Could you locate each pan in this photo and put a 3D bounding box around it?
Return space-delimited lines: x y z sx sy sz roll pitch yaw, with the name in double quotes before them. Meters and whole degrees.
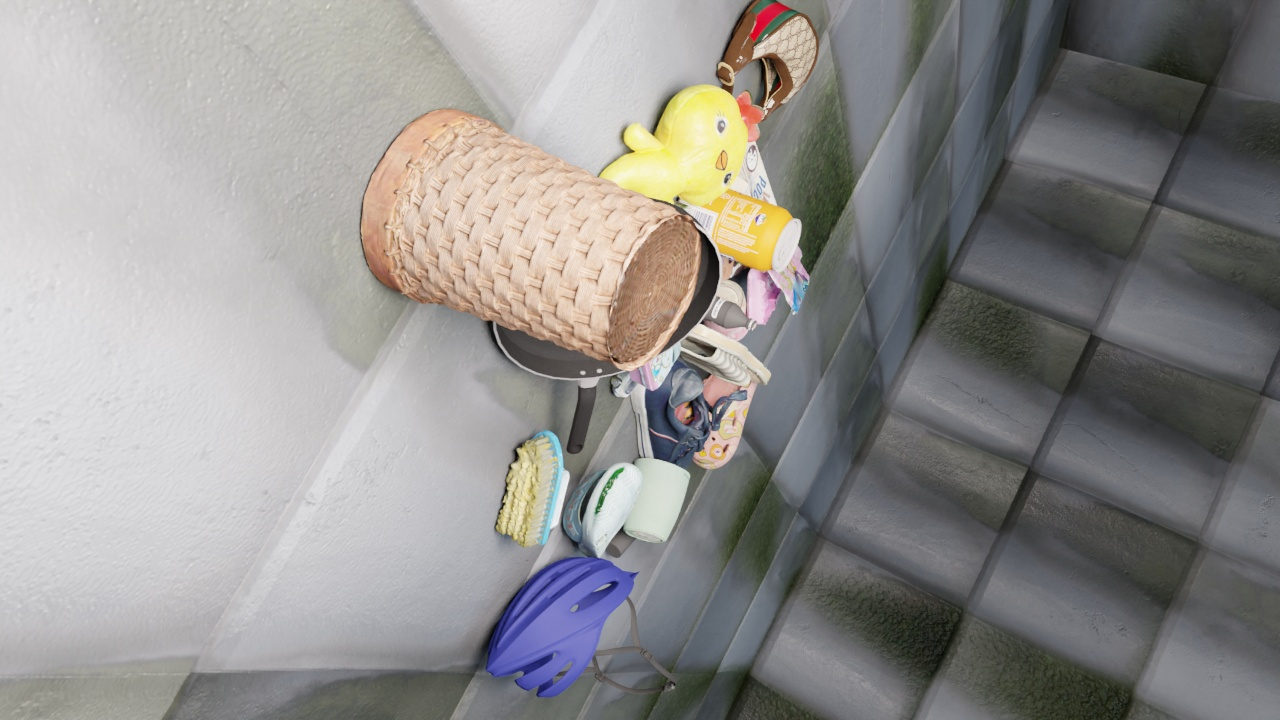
"pan" -0.045 -0.021 0.925 0.225 0.034 0.357 -7 141 -20

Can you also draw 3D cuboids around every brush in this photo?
"brush" -0.112 0.139 1.035 0.075 0.055 0.136 -19 130 -53

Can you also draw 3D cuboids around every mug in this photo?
"mug" 0.012 0.206 1.328 0.111 0.084 0.103 -24 -135 59

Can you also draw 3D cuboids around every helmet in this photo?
"helmet" -0.065 0.363 1.157 0.240 0.227 0.148 -38 176 -42

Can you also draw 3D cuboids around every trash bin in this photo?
"trash bin" -0.079 -0.084 0.684 0.150 0.210 0.151 -46 150 -37

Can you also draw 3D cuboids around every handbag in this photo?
"handbag" 0.148 -0.354 1.104 0.138 0.063 0.166 -58 158 7

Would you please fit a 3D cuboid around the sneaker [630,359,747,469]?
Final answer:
"sneaker" 0.072 0.094 1.305 0.120 0.127 0.295 -53 157 -22

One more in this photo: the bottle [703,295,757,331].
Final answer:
"bottle" 0.104 -0.066 1.224 0.036 0.110 0.036 -47 151 -36

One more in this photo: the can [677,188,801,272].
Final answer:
"can" 0.115 -0.162 1.108 0.078 0.142 0.079 -47 151 -36

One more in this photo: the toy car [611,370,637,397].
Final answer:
"toy car" -0.007 0.007 1.167 0.089 0.027 0.038 -63 155 -5

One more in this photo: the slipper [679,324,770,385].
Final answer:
"slipper" 0.110 -0.004 1.287 0.054 0.114 0.272 -63 152 -1

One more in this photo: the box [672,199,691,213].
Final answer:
"box" -0.017 -0.095 1.019 0.204 0.050 0.118 -45 147 -40

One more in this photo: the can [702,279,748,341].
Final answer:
"can" 0.120 -0.069 1.313 0.067 0.067 0.076 -57 155 -17

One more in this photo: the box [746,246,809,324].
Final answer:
"box" 0.213 -0.126 1.360 0.229 0.077 0.085 -53 145 -63

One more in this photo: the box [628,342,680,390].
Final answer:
"box" 0.007 -0.050 1.003 0.076 0.036 0.214 -54 153 -25

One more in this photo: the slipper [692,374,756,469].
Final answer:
"slipper" 0.115 0.073 1.440 0.081 0.093 0.197 14 99 -46

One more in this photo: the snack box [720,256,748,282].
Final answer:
"snack box" 0.114 -0.154 1.255 0.150 0.034 0.087 -31 139 -53

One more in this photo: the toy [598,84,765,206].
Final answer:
"toy" 0.040 -0.216 0.974 0.207 0.092 0.134 -43 140 -24

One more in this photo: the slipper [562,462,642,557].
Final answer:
"slipper" -0.058 0.198 1.199 0.103 0.074 0.246 -53 170 -24

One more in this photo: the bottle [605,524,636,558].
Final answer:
"bottle" -0.011 0.254 1.402 0.112 0.030 0.030 -43 149 -41

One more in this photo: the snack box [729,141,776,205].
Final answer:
"snack box" 0.136 -0.222 1.193 0.081 0.026 0.150 -63 145 -26
